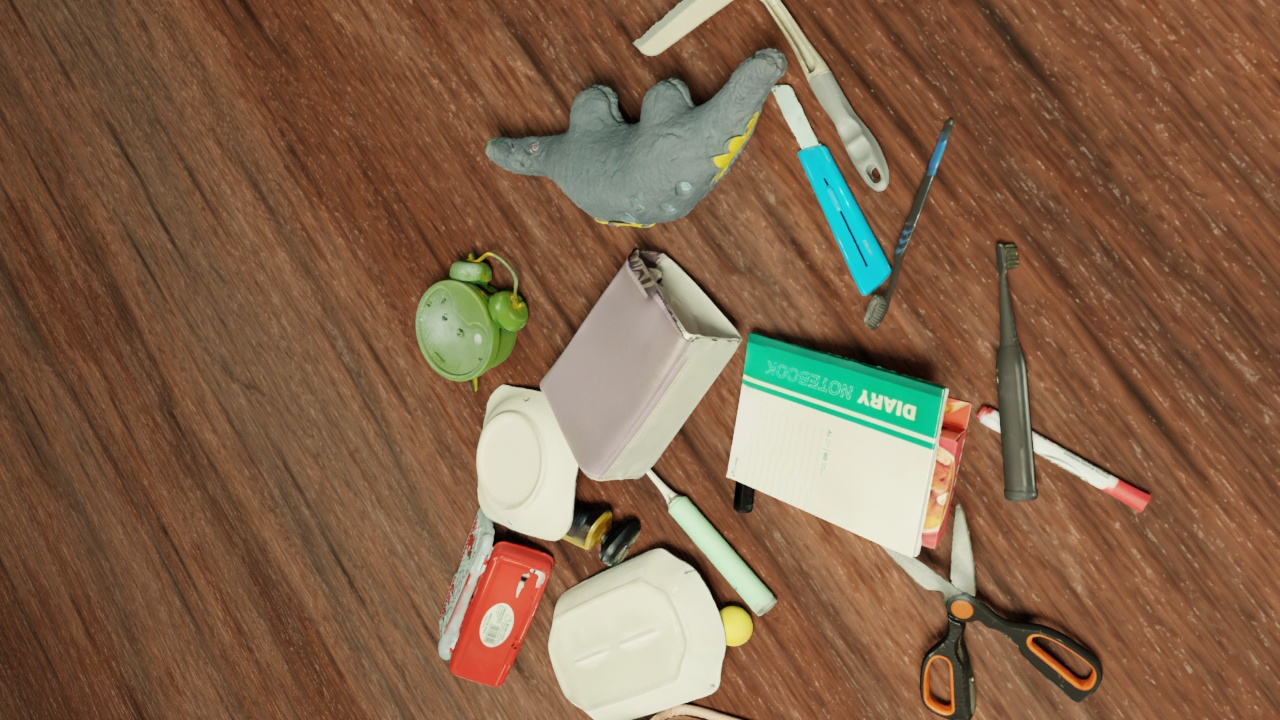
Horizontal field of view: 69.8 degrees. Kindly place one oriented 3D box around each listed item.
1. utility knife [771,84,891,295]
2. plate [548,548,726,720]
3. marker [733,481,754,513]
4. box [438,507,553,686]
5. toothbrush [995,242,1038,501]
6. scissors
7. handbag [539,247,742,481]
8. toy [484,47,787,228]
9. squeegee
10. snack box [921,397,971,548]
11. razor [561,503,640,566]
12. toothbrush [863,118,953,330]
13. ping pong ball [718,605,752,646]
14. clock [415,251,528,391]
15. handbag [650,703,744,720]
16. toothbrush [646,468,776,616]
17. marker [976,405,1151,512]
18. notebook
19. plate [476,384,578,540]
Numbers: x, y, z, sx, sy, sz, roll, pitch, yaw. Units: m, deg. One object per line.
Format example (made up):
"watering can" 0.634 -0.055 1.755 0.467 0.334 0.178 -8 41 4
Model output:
"utility knife" 0.169 -0.159 0.828 0.034 0.018 0.209 -29 83 33
"plate" -0.019 0.309 1.002 0.267 0.034 0.162 -33 72 39
"marker" 0.107 0.088 0.916 0.022 0.020 0.132 17 109 46
"box" -0.184 0.286 1.127 0.112 0.099 0.202 19 112 -9
"toothbrush" 0.308 0.009 0.759 0.027 0.026 0.212 -4 90 -6
"scissors" 0.296 0.231 0.805 0.231 0.021 0.221 18 118 17
"handbag" -0.005 0.005 0.922 0.145 0.098 0.197 54 124 31
"toy" -0.007 -0.197 0.877 0.357 0.091 0.138 -1 119 38
"squeegee" 0.153 -0.255 0.806 0.247 0.039 0.246 -33 85 30
"snack box" 0.226 0.089 0.826 0.113 0.044 0.127 15 107 29
"razor" -0.077 0.185 1.035 0.168 0.062 0.068 14 131 35
"toothbrush" 0.230 -0.115 0.788 0.014 0.016 0.190 -133 59 -64
"ping pong ball" 0.096 0.274 0.947 0.040 0.040 0.040 7 103 31
"clock" -0.190 -0.050 1.051 0.116 0.056 0.162 43 119 17
"handbag" 0.092 0.429 0.903 0.235 0.192 0.093 -6 98 24
"toothbrush" 0.058 0.173 0.959 0.026 0.027 0.224 -41 75 -6
"marker" 0.349 0.080 0.764 0.145 0.017 0.017 32 115 23
"notebook" 0.168 0.069 0.825 0.209 0.012 0.150 19 108 44
"plate" -0.137 0.114 1.035 0.164 0.034 0.163 8 92 40
